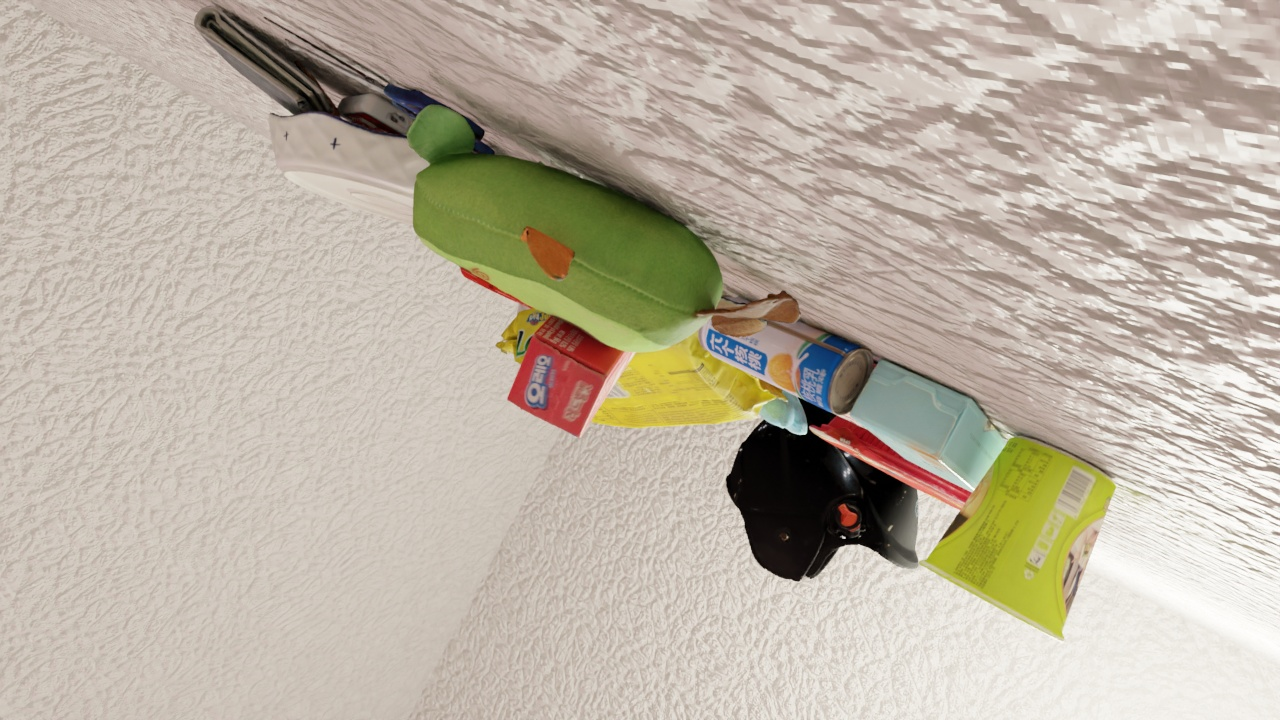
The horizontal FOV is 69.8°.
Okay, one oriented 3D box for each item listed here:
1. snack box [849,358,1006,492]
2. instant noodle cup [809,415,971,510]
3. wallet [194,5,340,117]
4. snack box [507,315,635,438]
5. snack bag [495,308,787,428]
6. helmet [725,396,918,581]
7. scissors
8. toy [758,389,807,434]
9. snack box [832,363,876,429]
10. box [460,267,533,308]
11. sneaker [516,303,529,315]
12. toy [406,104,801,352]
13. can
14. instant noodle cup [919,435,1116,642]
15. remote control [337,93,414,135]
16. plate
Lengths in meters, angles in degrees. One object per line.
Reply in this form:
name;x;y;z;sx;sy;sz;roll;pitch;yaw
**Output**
snack box;0.230;0.056;0.718;0.074;0.051;0.174;29;179;34
instant noodle cup;0.268;0.086;0.915;0.194;0.066;0.194;27;180;0
wallet;-0.289;-0.228;0.740;0.106;0.037;0.130;37;176;-9
snack box;-0.025;-0.025;0.656;0.057;0.058;0.207;27;-150;4
snack bag;-0.005;0.005;0.860;0.247;0.068;0.158;-8;142;38
helmet;0.253;0.174;1.232;0.275;0.230;0.233;18;-174;16
scissors;-0.165;-0.178;0.612;0.162;0.012;0.163;28;180;-42
toy;0.127;0.018;0.968;0.161;0.050;0.156;15;-145;-55
snack box;0.159;0.015;0.783;0.127;0.044;0.113;28;179;36
box;-0.101;-0.112;0.968;0.098;0.095;0.201;-10;-157;-38
sneaker;-0.026;-0.067;1.126;0.242;0.091;0.089;9;-142;-25
toy;-0.029;-0.062;0.556;0.247;0.090;0.227;24;-175;1
can;0.109;-0.007;0.708;0.135;0.053;0.053;27;179;40
instant noodle cup;0.288;0.126;0.685;0.111;0.123;0.111;29;178;1
remote control;-0.214;-0.197;0.755;0.056;0.020;0.136;27;179;-30
plate;-0.206;-0.150;0.766;0.205;0.045;0.205;15;178;0
